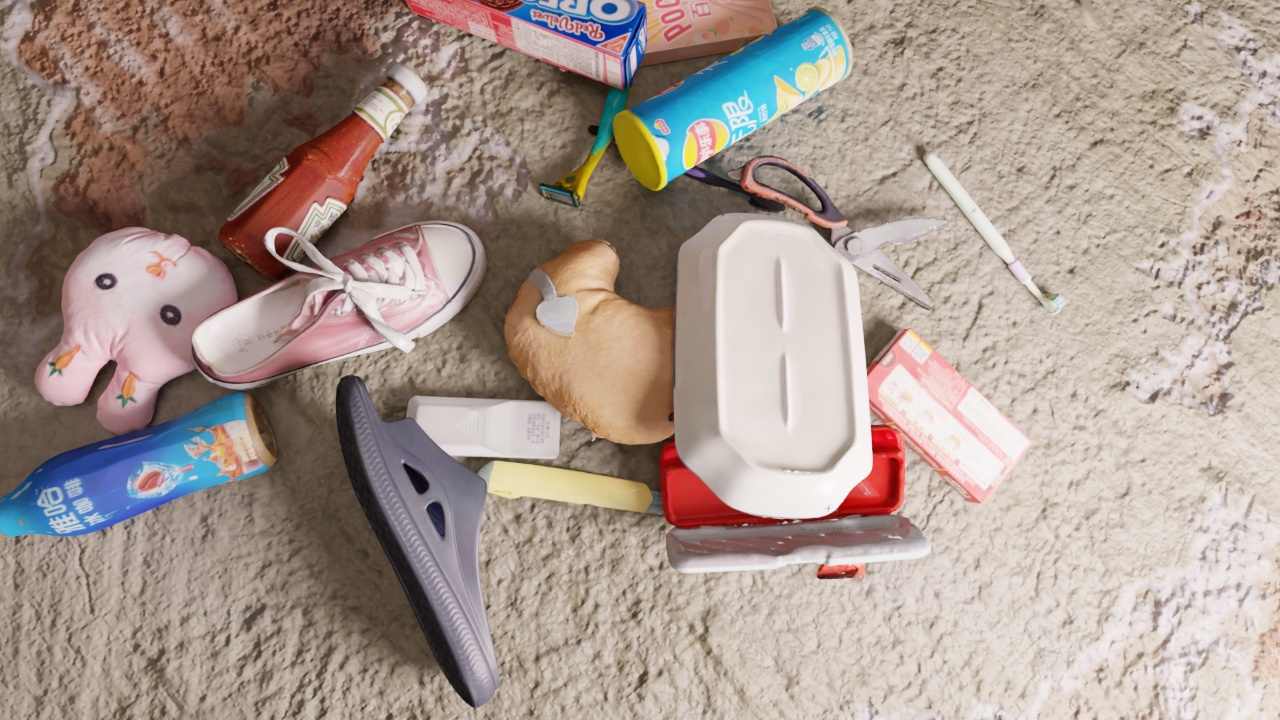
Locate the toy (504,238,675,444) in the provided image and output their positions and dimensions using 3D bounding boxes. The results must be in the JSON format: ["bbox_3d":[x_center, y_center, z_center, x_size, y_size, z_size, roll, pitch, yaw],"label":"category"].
[{"bbox_3d":[-0.004,0.004,0.749,0.226,0.082,0.143,36,79,-5],"label":"toy"}]

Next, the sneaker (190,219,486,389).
[{"bbox_3d":[-0.223,-0.049,0.706,0.240,0.088,0.118,-25,89,-24],"label":"sneaker"}]

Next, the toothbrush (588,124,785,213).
[{"bbox_3d":[0.041,-0.169,0.815,0.189,0.017,0.014,22,77,-2],"label":"toothbrush"}]

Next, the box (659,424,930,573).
[{"bbox_3d":[0.118,0.108,0.724,0.201,0.100,0.095,-4,101,0],"label":"box"}]

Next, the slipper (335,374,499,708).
[{"bbox_3d":[-0.156,0.129,0.706,0.083,0.111,0.268,-24,92,-26],"label":"slipper"}]

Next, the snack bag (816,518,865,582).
[{"bbox_3d":[0.168,0.138,0.786,0.045,0.026,0.105,-3,80,-2],"label":"snack bag"}]

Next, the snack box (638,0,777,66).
[{"bbox_3d":[0.039,-0.316,0.824,0.157,0.026,0.084,-13,85,-11],"label":"snack box"}]

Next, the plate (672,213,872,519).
[{"bbox_3d":[0.108,-0.009,0.724,0.162,0.034,0.265,7,66,-9],"label":"plate"}]

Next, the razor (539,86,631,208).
[{"bbox_3d":[-0.038,-0.193,0.790,0.043,0.028,0.132,21,82,39],"label":"razor"}]

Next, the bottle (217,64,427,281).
[{"bbox_3d":[-0.251,-0.156,0.744,0.060,0.060,0.205,39,78,-2],"label":"bottle"}]

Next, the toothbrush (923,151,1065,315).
[{"bbox_3d":[0.325,-0.120,0.848,0.020,0.029,0.189,-40,88,29],"label":"toothbrush"}]

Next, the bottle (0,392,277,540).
[{"bbox_3d":[-0.390,0.087,0.687,0.218,0.065,0.065,-19,86,-10],"label":"bottle"}]

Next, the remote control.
[{"bbox_3d":[-0.128,0.055,0.752,0.125,0.024,0.049,2,83,-9],"label":"remote control"}]

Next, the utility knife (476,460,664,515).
[{"bbox_3d":[-0.050,0.108,0.760,0.178,0.019,0.031,10,85,-6],"label":"utility knife"}]

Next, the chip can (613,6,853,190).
[{"bbox_3d":[0.081,-0.227,0.790,0.210,0.071,0.071,-33,89,-15],"label":"chip can"}]

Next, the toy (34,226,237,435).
[{"bbox_3d":[-0.389,-0.024,0.708,0.121,0.054,0.159,28,86,-12],"label":"toy"}]

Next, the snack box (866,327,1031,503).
[{"bbox_3d":[0.266,0.049,0.813,0.153,0.025,0.075,43,80,-1],"label":"snack box"}]

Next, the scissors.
[{"bbox_3d":[0.169,-0.105,0.813,0.225,0.015,0.189,-25,96,-9],"label":"scissors"}]

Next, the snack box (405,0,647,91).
[{"bbox_3d":[-0.096,-0.295,0.769,0.207,0.058,0.057,22,79,5],"label":"snack box"}]
